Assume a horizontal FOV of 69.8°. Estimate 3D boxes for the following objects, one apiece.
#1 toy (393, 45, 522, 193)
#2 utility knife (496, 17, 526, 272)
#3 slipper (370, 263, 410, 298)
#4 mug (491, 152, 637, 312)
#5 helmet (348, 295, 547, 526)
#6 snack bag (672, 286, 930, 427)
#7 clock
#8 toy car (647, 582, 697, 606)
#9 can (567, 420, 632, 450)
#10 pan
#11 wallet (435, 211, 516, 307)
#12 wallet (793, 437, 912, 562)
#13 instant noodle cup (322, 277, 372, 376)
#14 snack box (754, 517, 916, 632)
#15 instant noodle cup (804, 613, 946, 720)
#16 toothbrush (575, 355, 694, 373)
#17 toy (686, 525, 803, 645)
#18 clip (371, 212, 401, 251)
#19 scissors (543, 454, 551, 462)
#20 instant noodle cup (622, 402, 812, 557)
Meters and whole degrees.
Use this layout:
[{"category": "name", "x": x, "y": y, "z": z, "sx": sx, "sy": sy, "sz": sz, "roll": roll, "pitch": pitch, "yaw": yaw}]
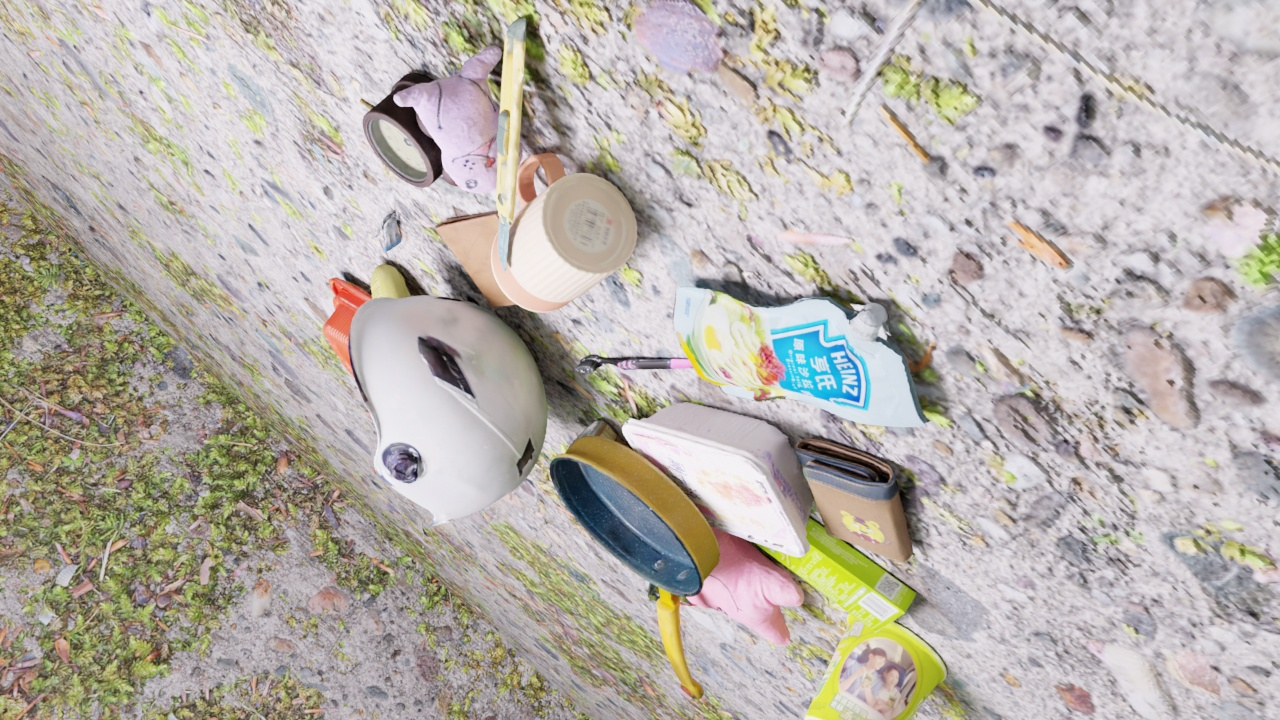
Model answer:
[{"category": "toy", "x": -0.124, "y": -0.172, "z": 0.681, "sx": 0.039, "sy": 0.083, "sz": 0.108, "roll": 52, "pitch": 169, "yaw": 42}, {"category": "utility knife", "x": -0.093, "y": -0.151, "z": 0.662, "sx": 0.031, "sy": 0.020, "sz": 0.188, "roll": 48, "pitch": 143, "yaw": 46}, {"category": "slipper", "x": -0.268, "y": -0.028, "z": 1.106, "sx": 0.092, "sy": 0.081, "sz": 0.190, "roll": -4, "pitch": 102, "yaw": 66}, {"category": "mug", "x": -0.065, "y": -0.105, "z": 0.711, "sx": 0.106, "sy": 0.081, "sz": 0.114, "roll": -21, "pitch": 85, "yaw": 60}, {"category": "helmet", "x": -0.182, "y": 0.039, "z": 0.970, "sx": 0.146, "sy": 0.228, "sz": 0.259, "roll": -13, "pitch": 125, "yaw": 11}, {"category": "snack bag", "x": 0.109, "y": -0.004, "z": 0.662, "sx": 0.191, "sy": 0.038, "sz": 0.110, "roll": 11, "pitch": 130, "yaw": 46}, {"category": "clock", "x": -0.173, "y": -0.185, "z": 0.751, "sx": 0.122, "sy": 0.055, "sz": 0.082, "roll": 22, "pitch": 148, "yaw": 32}, {"category": "toy car", "x": 0.053, "y": 0.294, "z": 1.188, "sx": 0.045, "sy": 0.052, "sz": 0.121, "roll": 25, "pitch": 158, "yaw": -26}, {"category": "can", "x": -0.025, "y": 0.125, "z": 1.024, "sx": 0.116, "sy": 0.058, "sz": 0.059, "roll": 46, "pitch": 154, "yaw": -7}, {"category": "pan", "x": 0.013, "y": 0.228, "z": 0.962, "sx": 0.198, "sy": 0.078, "sz": 0.357, "roll": 15, "pitch": 142, "yaw": 47}, {"category": "wallet", "x": -0.139, "y": -0.096, "z": 0.886, "sx": 0.115, "sy": 0.020, "sz": 0.101, "roll": 2, "pitch": 134, "yaw": 49}, {"category": "wallet", "x": 0.178, "y": 0.117, "z": 0.763, "sx": 0.090, "sy": 0.033, "sz": 0.115, "roll": 19, "pitch": 150, "yaw": 38}, {"category": "instant noodle cup", "x": -0.347, "y": -0.014, "z": 1.237, "sx": 0.189, "sy": 0.079, "sz": 0.165, "roll": 26, "pitch": 152, "yaw": 25}, {"category": "snack box", "x": 0.181, "y": 0.197, "z": 0.888, "sx": 0.156, "sy": 0.026, "sz": 0.086, "roll": 35, "pitch": 154, "yaw": 14}, {"category": "instant noodle cup", "x": 0.229, "y": 0.337, "z": 0.927, "sx": 0.112, "sy": 0.123, "sz": 0.112, "roll": 33, "pitch": 154, "yaw": 18}, {"category": "toothbrush", "x": -0.005, "y": 0.005, "z": 0.859, "sx": 0.190, "sy": 0.017, "sz": 0.014, "roll": 0, "pitch": 131, "yaw": 53}, {"category": "toy", "x": 0.097, "y": 0.241, "z": 1.013, "sx": 0.194, "sy": 0.074, "sz": 0.179, "roll": 45, "pitch": 146, "yaw": 6}, {"category": "clip", "x": -0.273, "y": -0.142, "z": 0.995, "sx": 0.045, "sy": 0.027, "sz": 0.058, "roll": 48, "pitch": 151, "yaw": 5}, {"category": "scissors", "x": -0.069, "y": 0.155, "z": 1.065, "sx": 0.133, "sy": 0.017, "sz": 0.131, "roll": 46, "pitch": 158, "yaw": -12}, {"category": "instant noodle cup", "x": 0.079, "y": 0.099, "z": 0.837, "sx": 0.174, "sy": 0.060, "sz": 0.138, "roll": 13, "pitch": 143, "yaw": 47}]
